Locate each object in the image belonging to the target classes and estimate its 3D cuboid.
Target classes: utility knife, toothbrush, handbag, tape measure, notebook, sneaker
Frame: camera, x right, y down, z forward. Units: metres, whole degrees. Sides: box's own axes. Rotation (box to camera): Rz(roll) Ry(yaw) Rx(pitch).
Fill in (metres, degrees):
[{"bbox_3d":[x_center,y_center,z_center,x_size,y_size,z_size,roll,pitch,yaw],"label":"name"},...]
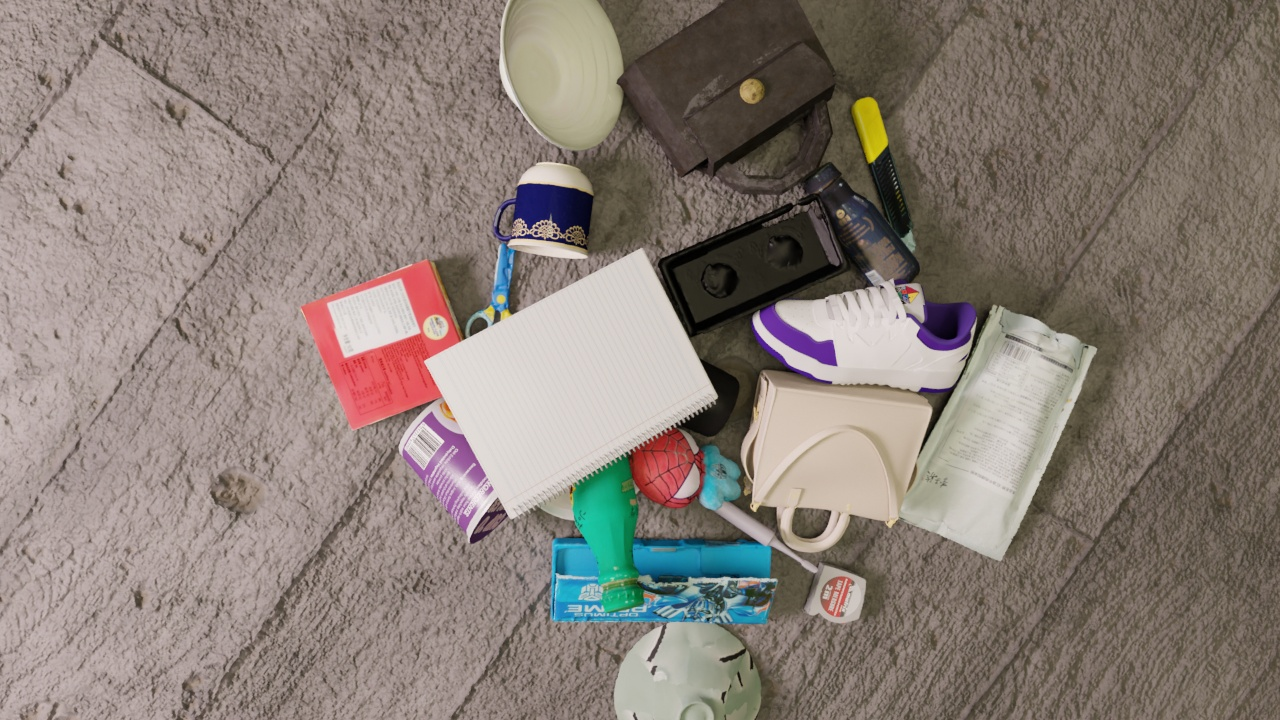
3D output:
[{"bbox_3d":[0.276,-0.203,1.031,0.029,0.020,0.188,-18,94,-2],"label":"utility knife"},{"bbox_3d":[0.116,0.179,1.016,0.188,0.019,0.018,33,69,8],"label":"toothbrush"},{"bbox_3d":[0.206,0.122,1.015,0.194,0.101,0.198,8,104,-5],"label":"handbag"},{"bbox_3d":[0.224,0.268,1.052,0.062,0.020,0.060,18,92,-6],"label":"tape measure"},{"bbox_3d":[-0.060,0.022,0.909,0.245,0.013,0.178,-29,97,-16],"label":"notebook"},{"bbox_3d":[0.112,-0.270,0.971,0.197,0.102,0.199,-34,95,-2],"label":"handbag"},{"bbox_3d":[0.247,-0.039,0.980,0.244,0.091,0.111,10,133,-9],"label":"sneaker"}]

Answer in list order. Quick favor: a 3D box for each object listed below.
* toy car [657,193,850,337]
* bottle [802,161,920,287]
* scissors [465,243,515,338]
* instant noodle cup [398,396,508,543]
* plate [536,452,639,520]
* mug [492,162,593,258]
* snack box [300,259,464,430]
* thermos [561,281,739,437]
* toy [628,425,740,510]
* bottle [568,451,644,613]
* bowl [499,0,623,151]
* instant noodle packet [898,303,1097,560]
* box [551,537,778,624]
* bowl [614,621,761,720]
[{"bbox_3d":[0.118,-0.101,0.997,0.191,0.071,0.094,-25,94,-4],"label":"toy car"},{"bbox_3d":[0.242,-0.146,1.012,0.056,0.056,0.161,-40,96,-2],"label":"bottle"},{"bbox_3d":[-0.148,-0.066,1.006,0.070,0.022,0.130,13,89,-4],"label":"scissors"},{"bbox_3d":[-0.176,0.099,0.962,0.122,0.122,0.137,40,91,10],"label":"instant noodle cup"},{"bbox_3d":[-0.066,0.102,1.021,0.157,0.014,0.157,0,92,-4],"label":"plate"},{"bbox_3d":[-0.104,-0.161,0.974,0.112,0.085,0.089,7,90,20],"label":"mug"},{"bbox_3d":[-0.266,-0.017,0.984,0.145,0.040,0.142,-21,95,-4],"label":"snack box"},{"bbox_3d":[-0.006,0.006,0.982,0.218,0.106,0.106,26,91,-11],"label":"thermos"},{"bbox_3d":[0.049,0.118,0.991,0.133,0.062,0.092,14,59,-12],"label":"toy"},{"bbox_3d":[-0.037,0.152,0.950,0.068,0.068,0.209,-11,73,-5],"label":"bottle"},{"bbox_3d":[-0.095,-0.303,0.952,0.058,0.176,0.176,0,90,40],"label":"bowl"},{"bbox_3d":[0.405,0.083,1.050,0.147,0.057,0.269,23,96,-4],"label":"instant noodle packet"},{"bbox_3d":[0.025,0.248,1.001,0.243,0.085,0.092,1,94,-5],"label":"box"},{"bbox_3d":[0.056,0.384,1.021,0.174,0.068,0.174,0,96,-5],"label":"bowl"}]
